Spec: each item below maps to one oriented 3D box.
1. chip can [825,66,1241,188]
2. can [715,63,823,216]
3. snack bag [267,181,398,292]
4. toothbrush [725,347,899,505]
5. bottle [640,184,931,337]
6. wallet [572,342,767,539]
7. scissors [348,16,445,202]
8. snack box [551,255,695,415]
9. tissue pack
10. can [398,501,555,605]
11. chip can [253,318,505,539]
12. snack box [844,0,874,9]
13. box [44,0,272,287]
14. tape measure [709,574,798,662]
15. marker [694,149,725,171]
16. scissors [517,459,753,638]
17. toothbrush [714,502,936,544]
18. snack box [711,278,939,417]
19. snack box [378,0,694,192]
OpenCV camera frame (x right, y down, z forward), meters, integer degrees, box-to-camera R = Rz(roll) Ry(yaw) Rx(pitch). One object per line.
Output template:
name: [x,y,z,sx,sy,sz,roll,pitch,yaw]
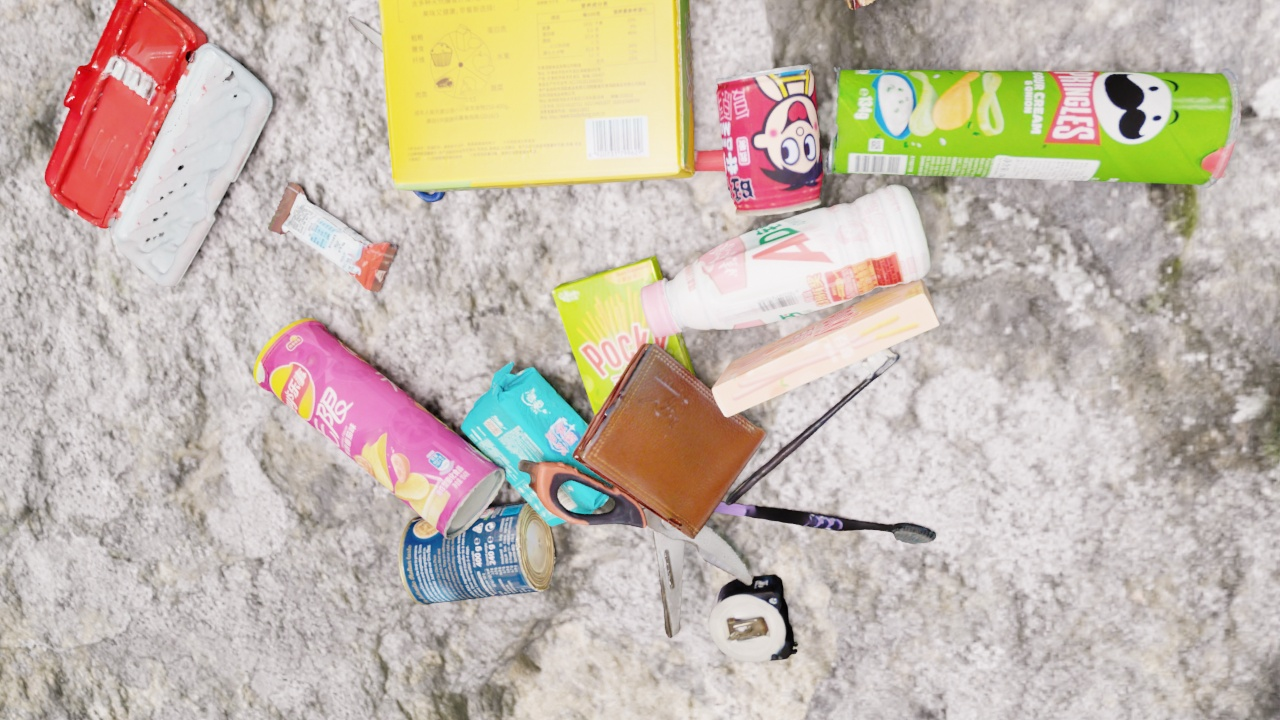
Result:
chip can: [0.242,-0.150,0.589,0.236,0.072,0.072,4,107,13]
can: [0.089,-0.150,0.628,0.066,0.066,0.094,-5,105,15]
snack bag: [-0.251,-0.100,0.747,0.104,0.026,0.048,31,104,4]
toothbrush: [0.127,0.053,0.707,0.018,0.015,0.181,45,110,4]
bottle: [0.098,-0.063,0.645,0.197,0.068,0.068,-17,101,14]
wallet: [0.024,0.059,0.666,0.124,0.032,0.101,38,77,-23]
scissors: [-0.156,-0.202,0.702,0.162,0.012,0.174,18,108,9]
snack box: [-0.004,0.004,0.718,0.086,0.026,0.156,-15,102,16]
tissue pack: [-0.079,0.067,0.725,0.133,0.050,0.093,48,146,-5]
can: [-0.135,0.162,0.770,0.111,0.075,0.075,-10,103,16]
chip can: [-0.210,0.052,0.738,0.210,0.071,0.071,36,111,13]
snack box: [0.148,-0.283,0.556,0.118,0.105,0.117,-27,96,18]
box: [-0.397,-0.179,0.754,0.158,0.039,0.201,38,110,0]
tape measure: [0.090,0.214,0.754,0.066,0.033,0.066,-13,101,16]
marker: [-0.003,-0.146,0.679,0.145,0.017,0.017,1,106,13]
scissors: [0.013,0.101,0.691,0.225,0.015,0.189,29,83,-23]
toothbrush: [0.136,0.128,0.727,0.189,0.016,0.014,6,108,14]
snack box: [0.130,-0.011,0.651,0.157,0.084,0.026,-26,95,19]
snack box: [-0.069,-0.201,0.638,0.210,0.070,0.158,-1,98,12]
